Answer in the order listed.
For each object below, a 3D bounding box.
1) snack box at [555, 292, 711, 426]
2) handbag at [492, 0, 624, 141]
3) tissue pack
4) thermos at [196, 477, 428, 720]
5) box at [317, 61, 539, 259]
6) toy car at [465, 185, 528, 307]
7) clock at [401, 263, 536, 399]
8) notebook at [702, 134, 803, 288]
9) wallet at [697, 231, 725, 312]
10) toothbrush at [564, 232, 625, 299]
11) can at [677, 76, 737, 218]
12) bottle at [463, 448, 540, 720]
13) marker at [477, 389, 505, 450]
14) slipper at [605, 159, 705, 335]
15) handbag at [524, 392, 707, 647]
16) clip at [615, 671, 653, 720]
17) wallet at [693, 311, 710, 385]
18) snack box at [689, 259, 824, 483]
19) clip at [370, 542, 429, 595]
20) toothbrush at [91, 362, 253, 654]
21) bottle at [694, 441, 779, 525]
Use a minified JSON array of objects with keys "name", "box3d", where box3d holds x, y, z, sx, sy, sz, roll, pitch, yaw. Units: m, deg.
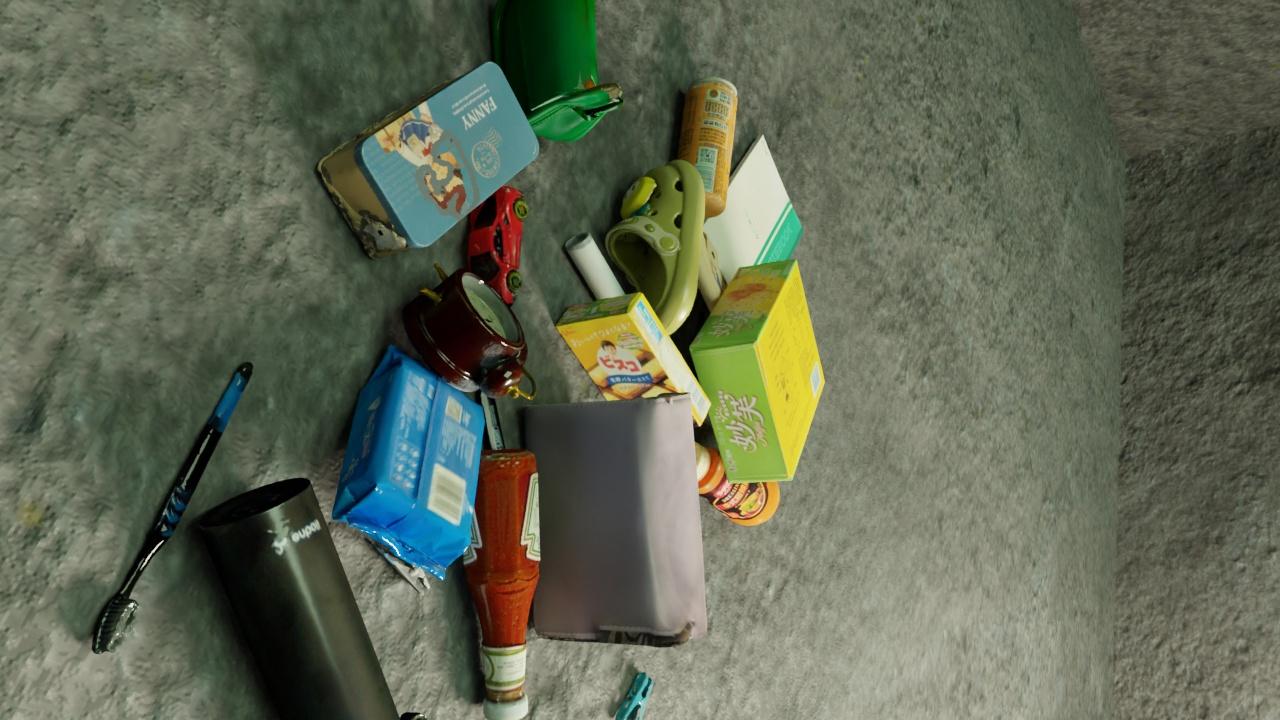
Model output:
[{"name":"snack box","box3d":[-0.005,0.005,0.837,0.140,0.087,0.033,59,44,-28]},{"name":"handbag","box3d":[-0.066,-0.257,0.775,0.067,0.120,0.131,1,86,-46]},{"name":"tissue pack","box3d":[-0.159,0.069,0.642,0.095,0.052,0.156,43,31,-37]},{"name":"thermos","box3d":[-0.197,0.194,0.590,0.089,0.069,0.242,-43,120,-62]},{"name":"box","box3d":[-0.152,-0.157,0.700,0.183,0.060,0.090,-53,125,-39]},{"name":"toy car","box3d":[-0.119,-0.088,0.739,0.031,0.049,0.106,15,73,-49]},{"name":"clock","box3d":[-0.122,-0.015,0.687,0.122,0.055,0.082,48,14,-18]},{"name":"notebook","box3d":[0.137,-0.154,1.101,0.150,0.012,0.208,58,44,-29]},{"name":"wallet","box3d":[0.070,-0.099,0.971,0.087,0.024,0.115,-93,159,-46]},{"name":"toothbrush","box3d":[-0.008,-0.027,0.887,0.026,0.027,0.221,-45,121,-25]},{"name":"can","box3d":[0.070,-0.229,0.990,0.058,0.058,0.145,27,64,-46]},{"name":"bottle","box3d":[-0.107,0.172,0.709,0.059,0.060,0.206,-2,91,-52]},{"name":"marker","box3d":[-0.115,0.081,0.746,0.018,0.015,0.124,-13,93,-51]},{"name":"slipper","box3d":[0.012,-0.115,0.875,0.081,0.092,0.190,15,60,-24]},{"name":"handbag","box3d":[-0.016,0.127,0.758,0.098,0.145,0.197,-1,86,-49]},{"name":"clip","box3d":[-0.005,0.316,0.849,0.039,0.014,0.055,54,46,-33]},{"name":"wallet","box3d":[0.100,0.007,1.026,0.120,0.019,0.097,21,68,-46]},{"name":"snack box","box3d":[0.127,0.005,0.946,0.209,0.070,0.158,-54,132,-56]},{"name":"clip","box3d":[-0.167,0.147,0.661,0.044,0.027,0.058,-39,125,-28]},{"name":"toothbrush","box3d":[-0.273,0.081,0.547,0.014,0.016,0.189,49,48,-45]},{"name":"bottle","box3d":[0.081,0.122,0.953,0.149,0.067,0.066,32,60,-37]}]
